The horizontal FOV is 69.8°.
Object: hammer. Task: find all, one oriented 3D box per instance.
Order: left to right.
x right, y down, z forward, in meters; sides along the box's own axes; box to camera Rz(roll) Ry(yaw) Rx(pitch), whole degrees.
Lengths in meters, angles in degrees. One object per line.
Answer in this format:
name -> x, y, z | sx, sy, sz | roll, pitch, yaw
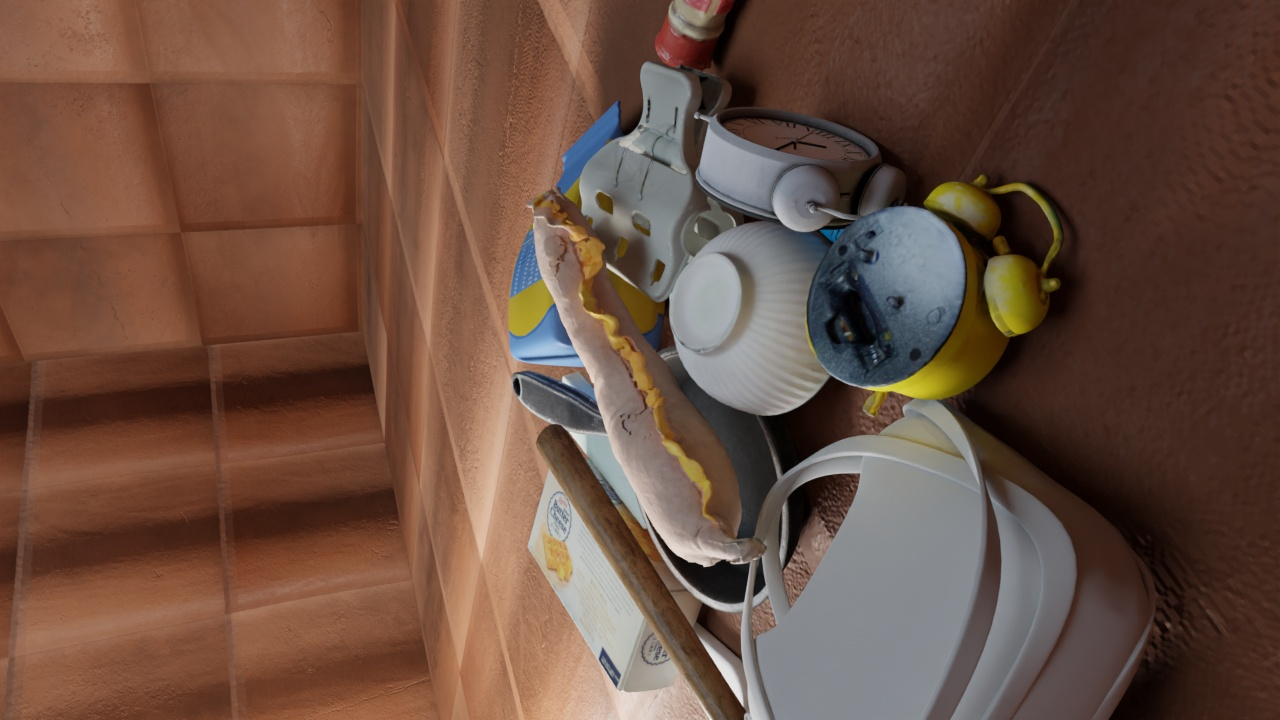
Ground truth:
hammer -> 0.005, 0.167, 0.671 | 0.321, 0.040, 0.130 | 53, 129, 32

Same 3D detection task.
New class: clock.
clock -> 0.083, -0.098, 0.474 | 0.122, 0.094, 0.035 | 47, 136, 47
clock -> 0.130, -0.031, 0.408 | 0.119, 0.057, 0.083 | -44, 46, 32

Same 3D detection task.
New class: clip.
clip -> 0.023, -0.124, 0.626 | 0.126, 0.096, 0.152 | 37, 106, 45

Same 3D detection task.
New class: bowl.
bowl -> 0.058, -0.029, 0.540 | 0.118, 0.062, 0.118 | -13, 72, 47

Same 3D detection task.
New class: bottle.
bottle -> 0.044, -0.241, 0.597 | 0.109, 0.044, 0.044 | 118, 140, -55

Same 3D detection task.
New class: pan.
pan -> -0.001, 0.060, 0.708 | 0.357, 0.055, 0.187 | 26, 121, 54

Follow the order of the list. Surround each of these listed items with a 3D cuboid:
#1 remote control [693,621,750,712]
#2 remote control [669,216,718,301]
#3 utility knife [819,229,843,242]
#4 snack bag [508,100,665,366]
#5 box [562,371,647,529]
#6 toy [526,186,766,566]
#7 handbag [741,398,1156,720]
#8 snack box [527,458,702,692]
remote control -> 0.055, 0.245, 0.746 | 0.136, 0.013, 0.043 | -163, 68, -66
remote control -> 0.038, -0.109, 0.670 | 0.050, 0.024, 0.143 | 2, 97, 64
utility knife -> 0.126, -0.052, 0.483 | 0.178, 0.015, 0.031 | 58, 136, 49
snack bag -> -0.048, -0.103, 0.803 | 0.159, 0.102, 0.205 | 168, 105, -68
box -> -0.021, 0.077, 0.845 | 0.199, 0.066, 0.083 | 41, 116, 57
toy -> -0.003, 0.003, 0.571 | 0.196, 0.065, 0.264 | 144, 103, -77
handbag -> 0.099, 0.119, 0.433 | 0.216, 0.095, 0.222 | -62, 23, 7
snack box -> -0.028, 0.182, 0.817 | 0.208, 0.057, 0.104 | 43, 122, 51
